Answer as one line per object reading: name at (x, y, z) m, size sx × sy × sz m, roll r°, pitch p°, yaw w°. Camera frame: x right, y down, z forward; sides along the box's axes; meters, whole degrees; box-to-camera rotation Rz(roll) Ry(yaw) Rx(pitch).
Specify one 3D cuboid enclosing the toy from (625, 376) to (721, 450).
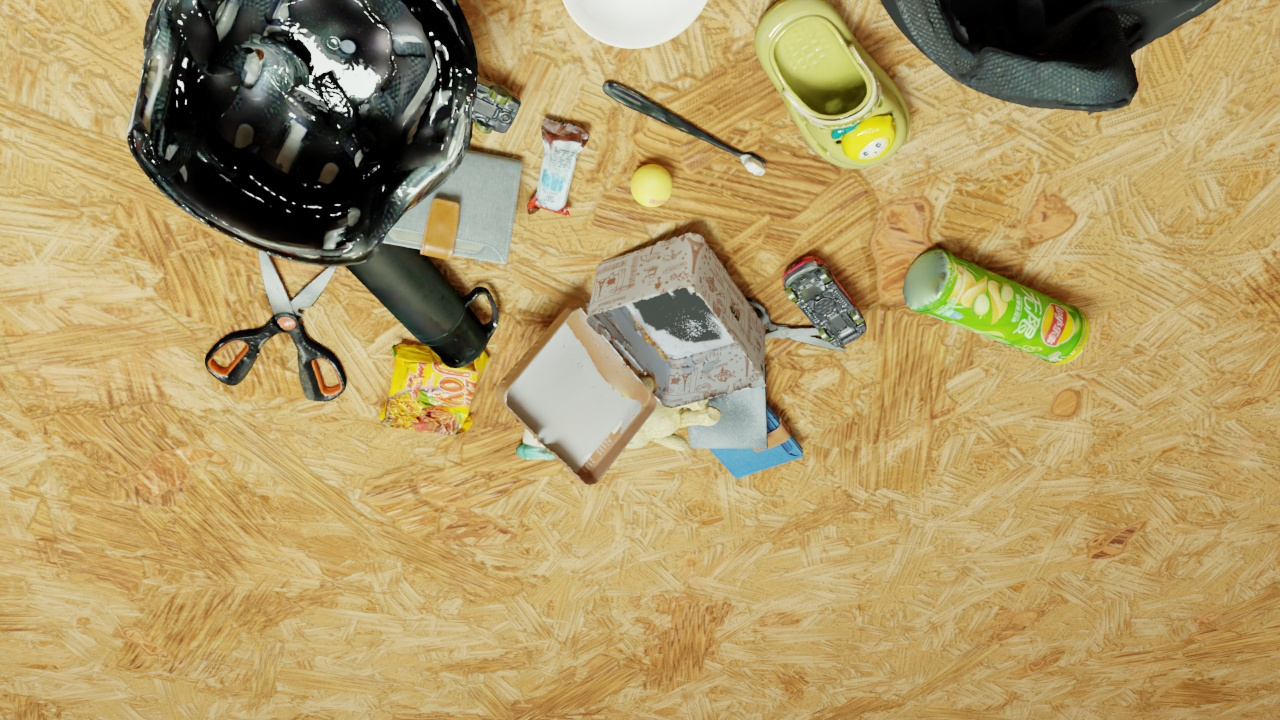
toy at (0.028, 0.069, 1.087) m, size 0.158 × 0.066 × 0.105 m, roll -21°, pitch 112°, yaw 43°

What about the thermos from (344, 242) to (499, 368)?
thermos at (-0.231, -0.094, 0.911) m, size 0.090 × 0.068 × 0.242 m, roll -38°, pitch 134°, yaw -1°

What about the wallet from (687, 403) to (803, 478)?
wallet at (0.136, 0.098, 1.169) m, size 0.107 × 0.040 × 0.133 m, roll -22°, pitch 134°, yaw 22°

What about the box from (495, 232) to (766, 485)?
box at (-0.007, -0.003, 0.975) m, size 0.273 × 0.130 × 0.179 m, roll -34°, pitch 130°, yaw 7°

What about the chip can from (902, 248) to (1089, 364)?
chip can at (0.391, -0.058, 1.010) m, size 0.221 × 0.072 × 0.073 m, roll 17°, pitch 132°, yaw -23°

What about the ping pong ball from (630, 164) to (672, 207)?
ping pong ball at (0.011, -0.167, 0.874) m, size 0.040 × 0.040 × 0.040 m, roll -3°, pitch 136°, yaw -3°

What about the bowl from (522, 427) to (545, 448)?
bowl at (-0.081, 0.069, 1.079) m, size 0.113 × 0.113 × 0.062 m, roll 2°, pitch 94°, yaw -9°

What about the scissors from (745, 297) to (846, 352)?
scissors at (0.159, -0.034, 1.049) m, size 0.163 × 0.014 × 0.166 m, roll -23°, pitch 134°, yaw 18°

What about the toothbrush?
toothbrush at (0.043, -0.213, 0.848) m, size 0.181 × 0.018 × 0.016 m, roll 21°, pitch 133°, yaw -24°

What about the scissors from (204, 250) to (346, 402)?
scissors at (-0.387, -0.027, 0.985) m, size 0.225 × 0.021 × 0.221 m, roll -15°, pitch 136°, yaw 10°

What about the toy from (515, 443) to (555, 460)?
toy at (-0.104, 0.110, 1.144) m, size 0.091 × 0.030 × 0.097 m, roll 0°, pitch 174°, yaw -21°

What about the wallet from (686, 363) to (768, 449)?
wallet at (0.104, 0.055, 1.101) m, size 0.097 × 0.019 × 0.121 m, roll -1°, pitch 120°, yaw 10°

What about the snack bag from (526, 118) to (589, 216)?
snack bag at (-0.079, -0.176, 0.863) m, size 0.045 × 0.026 × 0.106 m, roll 13°, pitch 133°, yaw -7°

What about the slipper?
slipper at (0.169, -0.229, 0.802) m, size 0.092 × 0.081 × 0.190 m, roll -30°, pitch 129°, yaw 26°

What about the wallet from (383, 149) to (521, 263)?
wallet at (-0.179, -0.145, 0.836) m, size 0.129 × 0.106 × 0.037 m, roll 9°, pitch 173°, yaw -17°

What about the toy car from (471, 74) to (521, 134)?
toy car at (-0.150, -0.230, 0.792) m, size 0.090 × 0.035 × 0.042 m, roll 19°, pitch 129°, yaw -24°

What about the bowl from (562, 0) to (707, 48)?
bowl at (-0.006, -0.310, 0.705) m, size 0.118 × 0.064 × 0.118 m, roll -4°, pitch 136°, yaw -4°

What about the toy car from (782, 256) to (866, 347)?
toy car at (0.199, -0.066, 0.999) m, size 0.053 × 0.045 × 0.120 m, roll -31°, pitch 125°, yaw 21°

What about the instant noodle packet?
instant noodle packet at (-0.237, 0.033, 1.052) m, size 0.110 × 0.044 × 0.129 m, roll 7°, pitch 135°, yaw -20°

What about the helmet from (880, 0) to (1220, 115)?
helmet at (0.284, -0.314, 0.620) m, size 0.274 × 0.230 × 0.234 m, roll -13°, pitch 130°, yaw -5°

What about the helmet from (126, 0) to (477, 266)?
helmet at (-0.248, -0.218, 0.708) m, size 0.230 × 0.156 × 0.275 m, roll 25°, pitch 118°, yaw -26°
